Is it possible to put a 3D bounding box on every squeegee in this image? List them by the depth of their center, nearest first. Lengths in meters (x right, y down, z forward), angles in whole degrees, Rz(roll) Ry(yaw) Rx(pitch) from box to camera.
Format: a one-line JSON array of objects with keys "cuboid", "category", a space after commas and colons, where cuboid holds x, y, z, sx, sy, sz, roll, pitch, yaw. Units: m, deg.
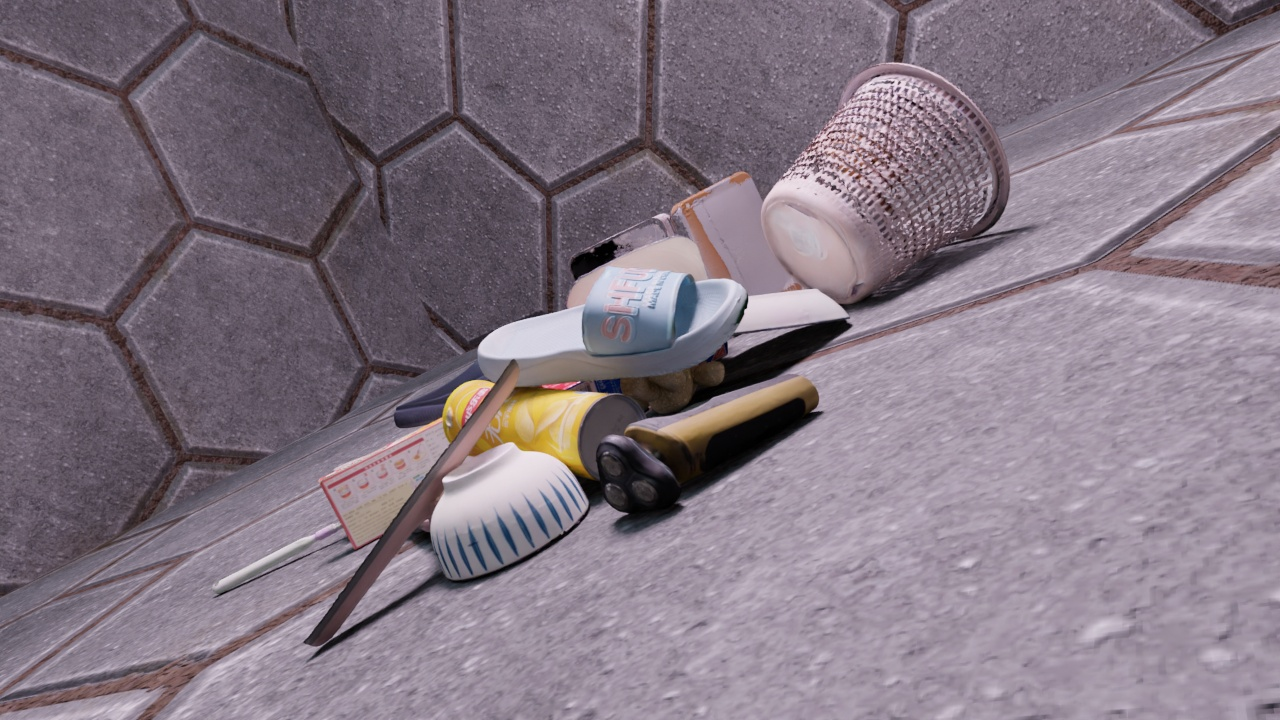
[{"cuboid": [-0.182, 0.130, 0.776, 0.247, 0.040, 0.250, -56, 7, -19], "category": "squeegee"}]

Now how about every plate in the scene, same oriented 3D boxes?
[{"cuboid": [0.080, -0.042, 0.888, 0.265, 0.034, 0.162, -9, 3, -33], "category": "plate"}, {"cuboid": [0.003, -0.053, 1.033, 0.163, 0.164, 0.034, -25, 32, -9], "category": "plate"}]

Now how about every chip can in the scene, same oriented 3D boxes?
[{"cuboid": [-0.085, 0.056, 0.773, 0.071, 0.072, 0.214, -30, 20, -36], "category": "chip can"}]

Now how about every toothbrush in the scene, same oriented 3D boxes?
[{"cuboid": [-0.377, 0.208, 0.990, 0.189, 0.020, 0.029, -26, 40, 1], "category": "toothbrush"}]

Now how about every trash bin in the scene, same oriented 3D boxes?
[{"cuboid": [0.246, -0.174, 0.997, 0.191, 0.227, 0.228, -41, 13, -19], "category": "trash bin"}]

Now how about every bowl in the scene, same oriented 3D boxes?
[{"cuboid": [-0.103, 0.102, 0.670, 0.116, 0.066, 0.116, -25, 8, 3], "category": "bowl"}]

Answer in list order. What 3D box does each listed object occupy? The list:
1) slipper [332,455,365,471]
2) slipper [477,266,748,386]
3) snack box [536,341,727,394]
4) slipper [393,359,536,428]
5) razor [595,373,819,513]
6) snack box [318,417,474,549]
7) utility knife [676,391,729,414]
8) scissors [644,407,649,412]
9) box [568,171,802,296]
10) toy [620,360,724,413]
[{"cuboid": [-0.215, 0.103, 1.043, 0.273, 0.054, 0.114, -19, 6, -43], "category": "slipper"}, {"cuboid": [-0.030, -0.035, 0.746, 0.246, 0.074, 0.103, -9, 28, 24], "category": "slipper"}, {"cuboid": [-0.006, 0.006, 0.986, 0.207, 0.057, 0.058, -27, 29, -18], "category": "snack box"}, {"cuboid": [-0.176, 0.021, 1.083, 0.268, 0.083, 0.110, -12, 4, 16], "category": "slipper"}, {"cuboid": [0.050, 0.052, 0.623, 0.167, 0.062, 0.067, -22, 36, -22], "category": "razor"}, {"cuboid": [-0.235, 0.118, 0.927, 0.155, 0.077, 0.027, -27, 8, -20], "category": "snack box"}, {"cuboid": [-0.020, 0.073, 0.796, 0.216, 0.018, 0.034, -24, 7, -3], "category": "utility knife"}, {"cuboid": [-0.095, 0.097, 0.869, 0.205, 0.015, 0.197, -31, 11, -38], "category": "scissors"}, {"cuboid": [0.061, -0.103, 1.124, 0.273, 0.179, 0.125, -27, 8, -9], "category": "box"}, {"cuboid": [0.020, 0.015, 0.818, 0.105, 0.066, 0.157, -29, -7, 10], "category": "toy"}]
